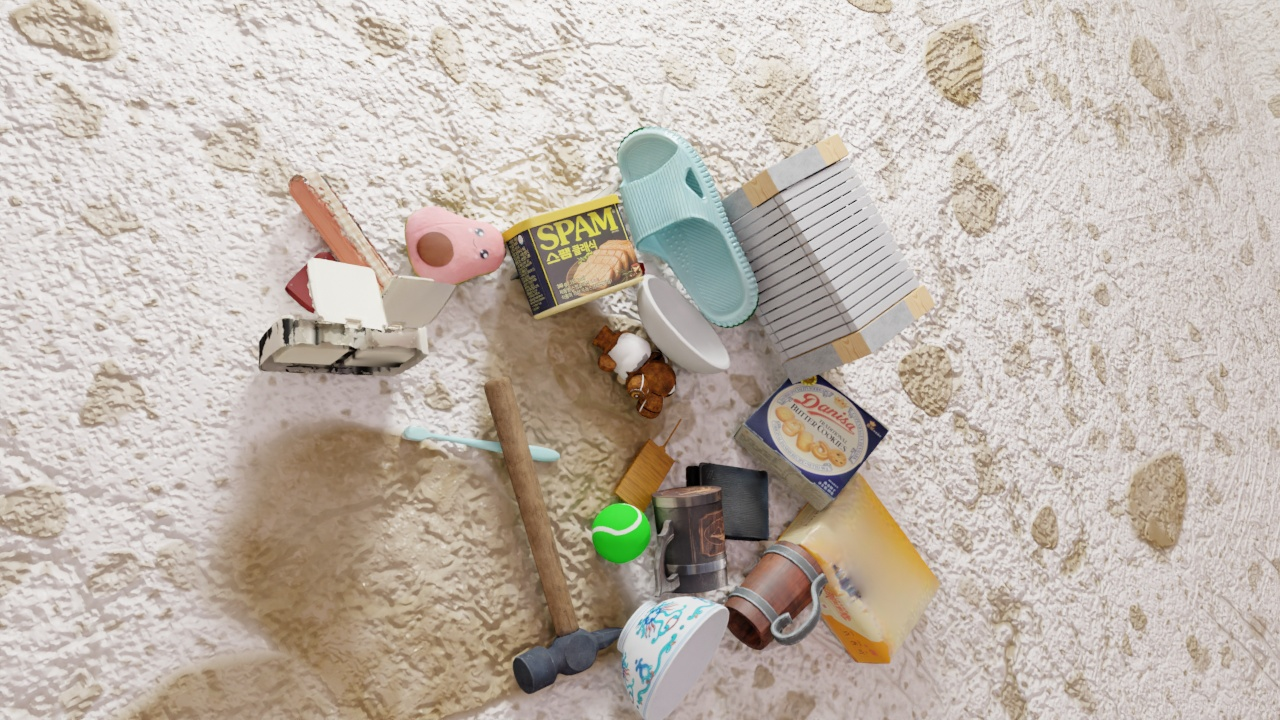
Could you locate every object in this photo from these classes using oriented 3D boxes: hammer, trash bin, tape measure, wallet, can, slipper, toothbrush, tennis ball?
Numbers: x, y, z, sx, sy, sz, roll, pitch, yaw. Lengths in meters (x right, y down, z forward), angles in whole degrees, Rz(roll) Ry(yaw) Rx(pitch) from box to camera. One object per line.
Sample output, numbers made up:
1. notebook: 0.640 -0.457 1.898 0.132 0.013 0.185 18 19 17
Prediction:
1. hammer: -0.109 0.173 0.975 0.129 0.040 0.321 -14 87 -37
2. trash bin: 0.218 -0.125 1.151 0.142 0.143 0.247 -32 92 -35
3. tape measure: -0.323 -0.077 0.934 0.051 0.019 0.058 43 59 -14
4. wallet: 0.110 0.173 1.122 0.114 0.026 0.089 10 70 -29
5. can: -0.075 -0.118 1.049 0.135 0.075 0.104 -22 93 -30
6. slipper: 0.052 -0.162 1.121 0.276 0.116 0.069 61 31 1
7. toothbrush: -0.168 0.091 0.985 0.180 0.017 0.016 13 68 -29
8. tennis ball: -0.021 0.191 1.013 0.065 0.066 0.065 9 72 -29

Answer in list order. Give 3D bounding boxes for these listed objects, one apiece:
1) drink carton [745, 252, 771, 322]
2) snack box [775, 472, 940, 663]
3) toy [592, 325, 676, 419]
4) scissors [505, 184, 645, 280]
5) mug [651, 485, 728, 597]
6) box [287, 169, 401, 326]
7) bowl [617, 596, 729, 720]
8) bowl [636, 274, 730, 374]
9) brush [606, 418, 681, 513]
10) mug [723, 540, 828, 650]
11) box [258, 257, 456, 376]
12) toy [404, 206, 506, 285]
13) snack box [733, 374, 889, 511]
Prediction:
1. drink carton: 0.137 -0.105 1.208 0.130 0.040 0.064 23 64 -24
2. snack box: 0.280 0.263 1.165 0.144 0.081 0.195 -42 99 -33
3. toy: -0.006 0.006 1.081 0.112 0.068 0.087 35 41 1
4. scissors: -0.075 -0.147 1.108 0.198 0.015 0.179 24 66 -23
5. mug: 0.046 0.203 1.027 0.115 0.080 0.107 -6 90 -52
6. box: -0.290 -0.115 0.947 0.187 0.057 0.067 55 25 -8
7. bowl: 0.023 0.307 0.989 0.074 0.144 0.143 31 53 26
8. bowl: 0.043 -0.034 1.103 0.149 0.043 0.149 41 20 -19
9. brush: 0.013 0.121 1.082 0.048 0.017 0.126 43 59 -14
10. mug: 0.167 0.281 1.074 0.110 0.118 0.081 -39 116 -29
11. box: -0.265 -0.038 0.861 0.143 0.181 0.080 3 73 -38
12. toy: -0.201 -0.125 1.003 0.109 0.051 0.090 -8 82 -33
13. snack box: 0.218 0.094 1.169 0.144 0.043 0.144 40 57 12
